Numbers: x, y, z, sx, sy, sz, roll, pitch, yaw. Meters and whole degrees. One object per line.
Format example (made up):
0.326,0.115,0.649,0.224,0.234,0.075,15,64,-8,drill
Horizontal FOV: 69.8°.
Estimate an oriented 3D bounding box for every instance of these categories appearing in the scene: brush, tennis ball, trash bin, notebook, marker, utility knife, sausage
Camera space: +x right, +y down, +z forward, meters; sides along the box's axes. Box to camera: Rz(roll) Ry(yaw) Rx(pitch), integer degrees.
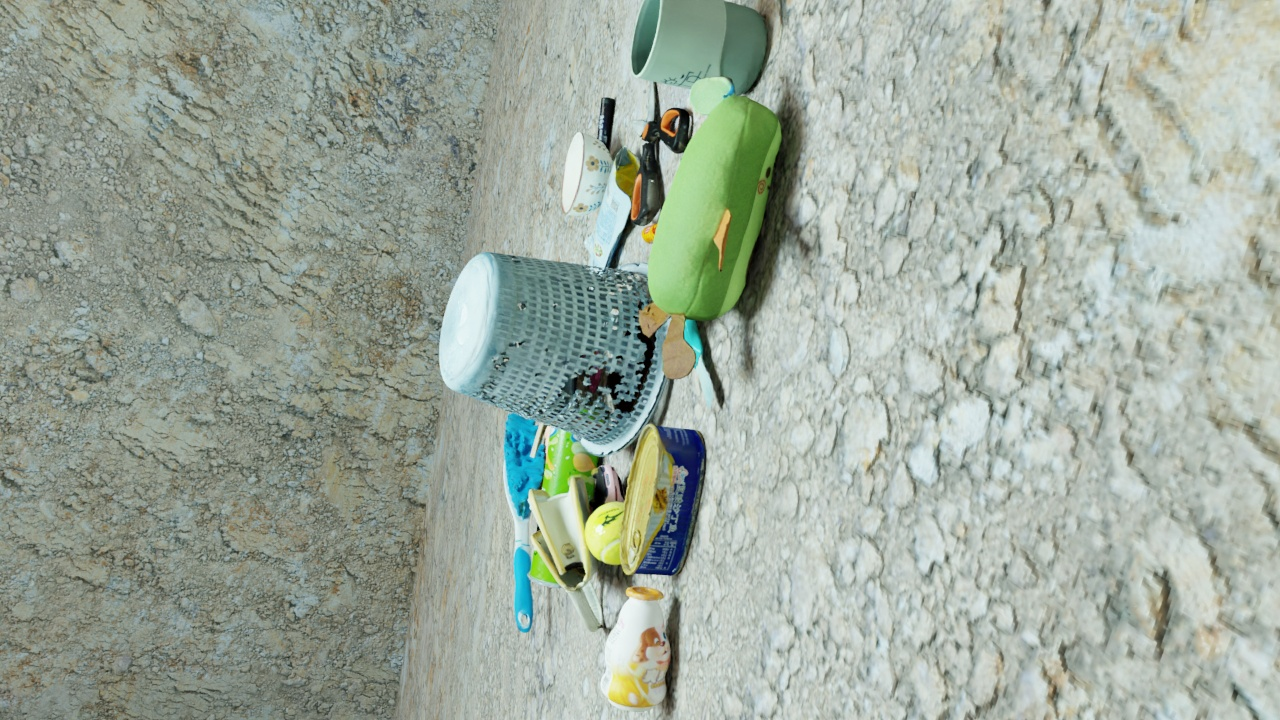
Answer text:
-0.172,0.229,1.346,0.110,0.060,0.313,108,159,-50,brush
-0.026,0.182,0.967,0.065,0.065,0.065,-174,91,-72,tennis ball
-0.103,-0.022,0.998,0.227,0.195,0.226,-31,52,51,trash bin
-0.104,0.016,1.251,0.207,0.008,0.148,-71,0,-53,notebook
-0.054,-0.313,1.325,0.022,0.020,0.132,-3,-81,-78,marker
0.050,-0.025,0.897,0.209,0.013,0.029,-101,25,-50,utility knife
0.032,-0.141,0.986,0.165,0.021,0.021,-175,92,-72,sausage

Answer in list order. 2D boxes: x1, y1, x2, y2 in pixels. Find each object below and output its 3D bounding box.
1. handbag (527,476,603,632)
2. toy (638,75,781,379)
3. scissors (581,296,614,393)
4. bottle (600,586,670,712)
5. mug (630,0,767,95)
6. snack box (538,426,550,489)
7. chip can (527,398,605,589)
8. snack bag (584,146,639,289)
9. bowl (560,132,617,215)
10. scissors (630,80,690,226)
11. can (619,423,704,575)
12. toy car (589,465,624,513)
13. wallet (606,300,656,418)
-0.080,0.227,1.050,0.163,0.063,0.178,79,177,-83,handbag
0.058,-0.111,0.787,0.226,0.090,0.247,-98,24,-67,toy
-0.056,-0.016,1.227,0.134,0.017,0.128,125,149,-49,scissors
-0.002,0.270,0.864,0.063,0.063,0.108,-174,91,-72,bottle
0.049,-0.286,0.847,0.112,0.106,0.082,152,123,-68,mug
-0.127,0.148,1.361,0.084,0.026,0.157,-130,50,-67,snack box
-0.093,0.167,1.175,0.072,0.072,0.236,-166,84,-72,chip can
-0.043,-0.178,1.208,0.191,0.038,0.110,115,150,-49,snack bag
-0.068,-0.254,1.273,0.113,0.062,0.113,-173,91,-71,bowl
0.019,-0.261,1.082,0.222,0.021,0.220,156,125,-67,scissors
0.019,0.134,0.873,0.074,0.049,0.148,-137,56,-69,can
-0.038,0.167,1.066,0.123,0.037,0.056,100,165,-53,toy car
-0.006,0.006,1.054,0.096,0.020,0.123,-109,32,-44,wallet
